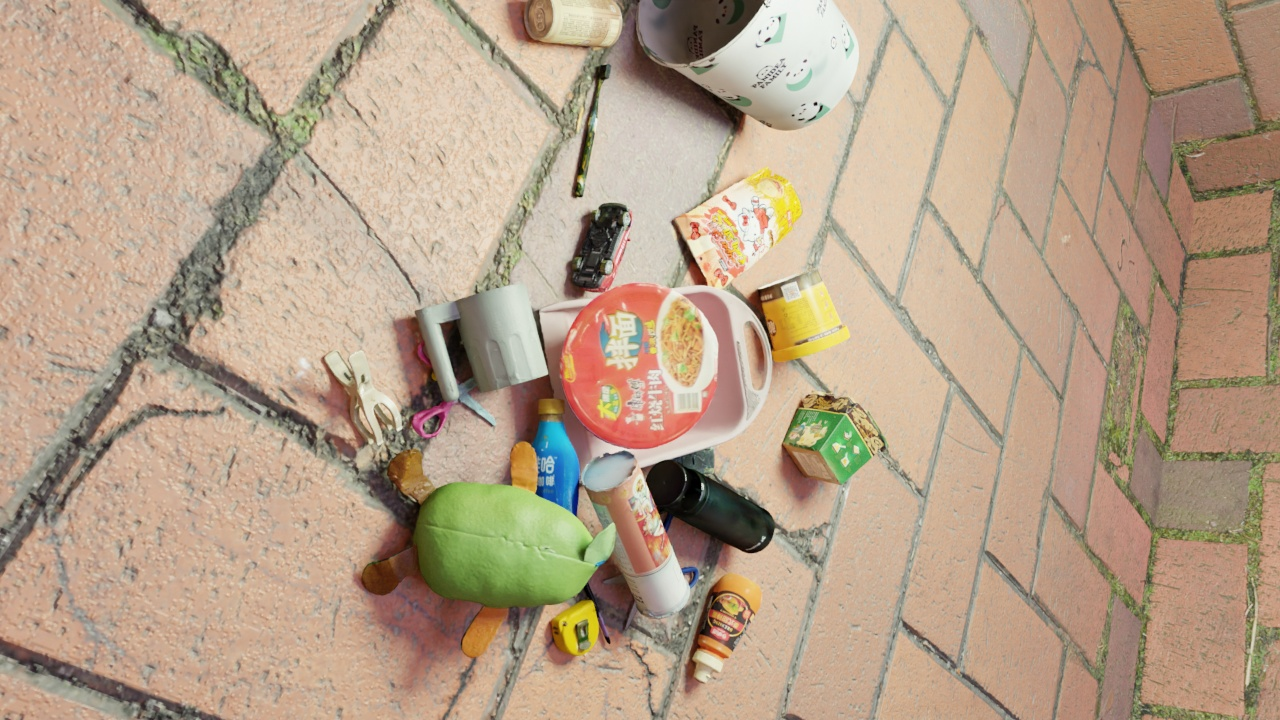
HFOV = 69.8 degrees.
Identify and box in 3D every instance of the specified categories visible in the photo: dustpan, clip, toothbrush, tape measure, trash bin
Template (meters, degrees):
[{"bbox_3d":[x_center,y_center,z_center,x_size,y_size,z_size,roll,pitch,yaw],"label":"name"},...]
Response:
[{"bbox_3d":[0.028,0.014,1.133,0.272,0.139,0.222,-18,100,-45],"label":"dustpan"},{"bbox_3d":[-0.273,0.035,0.902,0.034,0.070,0.100,-42,122,-37],"label":"clip"},{"bbox_3d":[-0.070,0.263,1.101,0.016,0.014,0.189,-30,108,-34],"label":"toothbrush"},{"bbox_3d":[-0.060,-0.291,1.156,0.012,0.017,0.185,24,70,-44],"label":"toothbrush"},{"bbox_3d":[-0.074,0.318,1.082,0.059,0.029,0.057,-20,101,-44],"label":"tape measure"},{"bbox_3d":[0.161,-0.451,1.256,0.251,0.230,0.229,20,72,-47],"label":"trash bin"}]

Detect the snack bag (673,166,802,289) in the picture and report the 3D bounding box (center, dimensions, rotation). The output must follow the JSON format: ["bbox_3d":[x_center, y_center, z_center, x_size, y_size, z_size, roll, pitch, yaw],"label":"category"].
[{"bbox_3d":[0.142,-0.191,1.327,0.207,0.073,0.128,-37,113,-32],"label":"snack bag"}]

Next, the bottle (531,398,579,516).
[{"bbox_3d":[-0.102,0.153,1.043,0.065,0.065,0.218,4,83,-45],"label":"bottle"}]

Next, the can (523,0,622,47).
[{"bbox_3d":[-0.080,-0.415,1.117,0.116,0.059,0.058,-14,96,-45],"label":"can"}]

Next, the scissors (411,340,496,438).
[{"bbox_3d":[-0.201,0.038,0.990,0.133,0.017,0.133,48,52,-35],"label":"scissors"}]

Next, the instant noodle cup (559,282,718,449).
[{"bbox_3d":[-0.006,0.006,1.083,0.193,0.066,0.194,0,91,-17],"label":"instant noodle cup"}]

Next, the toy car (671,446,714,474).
[{"bbox_3d":[0.067,0.135,1.234,0.090,0.034,0.043,-2,85,-47],"label":"toy car"}]

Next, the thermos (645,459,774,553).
[{"bbox_3d":[0.085,0.198,1.207,0.242,0.090,0.068,34,32,-48],"label":"thermos"}]

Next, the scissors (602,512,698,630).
[{"bbox_3d":[0.018,0.268,1.190,0.175,0.012,0.162,17,76,-42],"label":"scissors"}]

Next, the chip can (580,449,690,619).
[{"bbox_3d":[-0.005,0.208,1.088,0.071,0.071,0.215,-47,129,-37],"label":"chip can"}]

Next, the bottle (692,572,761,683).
[{"bbox_3d":[0.111,0.365,1.243,0.067,0.067,0.149,43,65,-34],"label":"bottle"}]

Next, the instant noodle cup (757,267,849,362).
[{"bbox_3d":[0.238,-0.069,1.370,0.118,0.119,0.114,-24,97,-43],"label":"instant noodle cup"}]

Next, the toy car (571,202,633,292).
[{"bbox_3d":[-0.045,-0.138,1.134,0.045,0.053,0.120,43,62,-59],"label":"toy car"}]

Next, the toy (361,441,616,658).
[{"bbox_3d":[-0.154,0.190,0.950,0.246,0.090,0.226,17,75,-15],"label":"toy"}]

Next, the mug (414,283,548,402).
[{"bbox_3d":[-0.168,-0.019,0.980,0.123,0.084,0.103,-18,94,-28],"label":"mug"}]

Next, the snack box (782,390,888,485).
[{"bbox_3d":[0.291,0.126,1.415,0.105,0.118,0.117,-48,119,-22],"label":"snack box"}]
